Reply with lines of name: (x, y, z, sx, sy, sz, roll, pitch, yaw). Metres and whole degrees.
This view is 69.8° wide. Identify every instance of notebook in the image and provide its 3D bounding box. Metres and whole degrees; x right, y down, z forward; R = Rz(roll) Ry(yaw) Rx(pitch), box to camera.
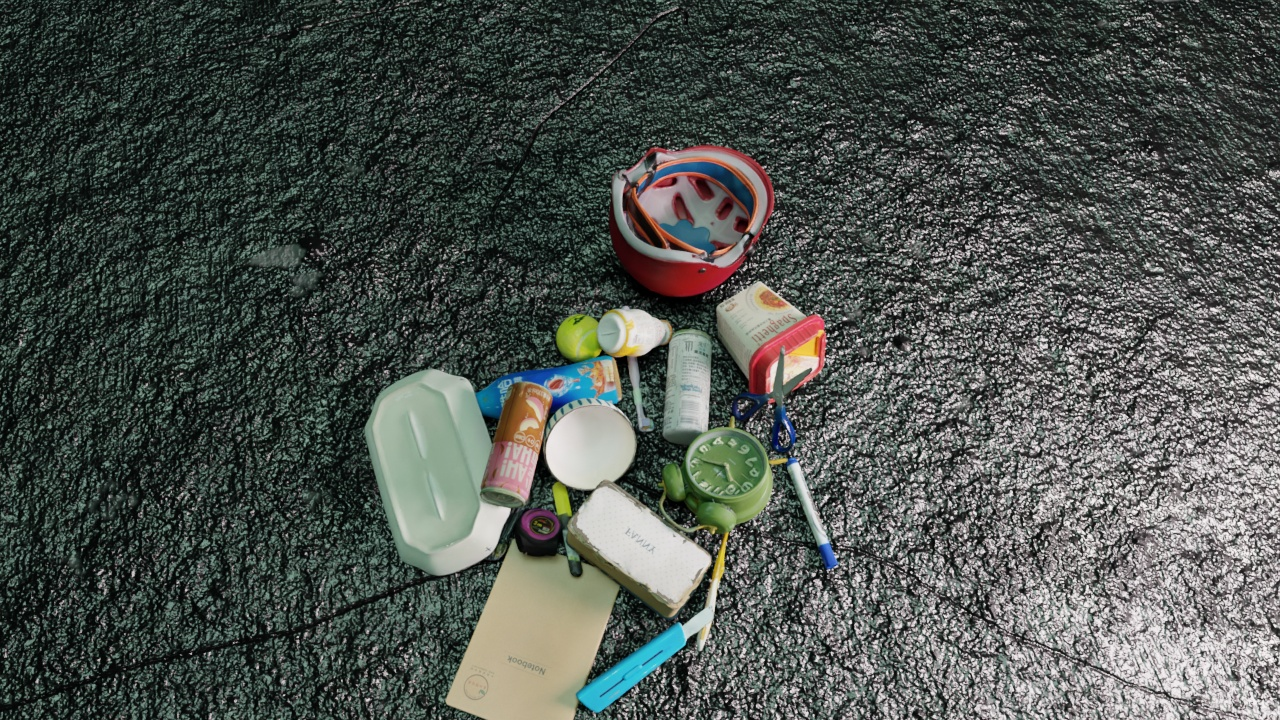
notebook: (-0.123, 0.331, 1.091, 0.148, 0.008, 0.207, 18, 65, 8)

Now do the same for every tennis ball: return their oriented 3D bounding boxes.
tennis ball: (-0.081, -0.029, 1.234, 0.065, 0.065, 0.065, 0, 64, 0)

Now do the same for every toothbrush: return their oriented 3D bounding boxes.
toothbrush: (-0.007, 0.007, 1.242, 0.021, 0.029, 0.189, -27, 59, 29)
toothbrush: (0.098, 0.261, 1.121, 0.018, 0.016, 0.191, 18, 65, -1)

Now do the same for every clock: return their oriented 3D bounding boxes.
clock: (0.093, 0.148, 1.124, 0.161, 0.056, 0.116, -40, 60, -22)

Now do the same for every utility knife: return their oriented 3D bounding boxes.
utility knife: (0.010, 0.345, 1.068, 0.187, 0.018, 0.034, -34, 93, -11)

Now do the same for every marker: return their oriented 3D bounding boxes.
marker: (-0.091, 0.210, 1.143, 0.018, 0.015, 0.124, -10, 62, -9)
marker: (0.214, 0.190, 1.154, 0.017, 0.017, 0.145, -15, 65, -7)

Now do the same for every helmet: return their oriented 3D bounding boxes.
helmet: (0.063, -0.183, 1.270, 0.239, 0.144, 0.207, -33, 68, -30)

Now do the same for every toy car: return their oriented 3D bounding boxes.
toy car: (-0.175, 0.197, 1.143, 0.049, 0.031, 0.105, 22, 74, 12)

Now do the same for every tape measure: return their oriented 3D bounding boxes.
tape measure: (-0.126, 0.213, 1.125, 0.057, 0.039, 0.057, 7, 40, -9)

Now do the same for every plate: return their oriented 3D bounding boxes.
plate: (-0.262, 0.132, 1.141, 0.162, 0.034, 0.265, -24, 70, 8)

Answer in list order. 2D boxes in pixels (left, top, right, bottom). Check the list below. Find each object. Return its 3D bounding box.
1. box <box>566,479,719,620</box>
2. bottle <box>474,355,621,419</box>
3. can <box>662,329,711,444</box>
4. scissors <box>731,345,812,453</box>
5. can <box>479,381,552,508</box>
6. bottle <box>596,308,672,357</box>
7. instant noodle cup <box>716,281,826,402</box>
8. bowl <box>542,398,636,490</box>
box: (0.002, 0.230, 1.103, 0.184, 0.061, 0.089, 38, 64, 10)
bottle: (-0.136, 0.043, 1.200, 0.218, 0.065, 0.065, -10, 64, -4)
can: (0.062, 0.035, 1.207, 0.058, 0.058, 0.146, 4, 64, 2)
scissors: (0.172, 0.054, 1.151, 0.012, 0.164, 0.161, -38, 106, -35)
can: (-0.149, 0.101, 1.109, 0.058, 0.058, 0.147, 9, 62, 4)
bottle: (-0.005, -0.037, 1.219, 0.108, 0.063, 0.063, -3, 55, -47)
instant noodle cup: (0.167, -0.029, 1.214, 0.116, 0.117, 0.124, -31, 57, -14)
bowl: (-0.069, 0.099, 1.160, 0.116, 0.116, 0.066, -18, 22, -8)
